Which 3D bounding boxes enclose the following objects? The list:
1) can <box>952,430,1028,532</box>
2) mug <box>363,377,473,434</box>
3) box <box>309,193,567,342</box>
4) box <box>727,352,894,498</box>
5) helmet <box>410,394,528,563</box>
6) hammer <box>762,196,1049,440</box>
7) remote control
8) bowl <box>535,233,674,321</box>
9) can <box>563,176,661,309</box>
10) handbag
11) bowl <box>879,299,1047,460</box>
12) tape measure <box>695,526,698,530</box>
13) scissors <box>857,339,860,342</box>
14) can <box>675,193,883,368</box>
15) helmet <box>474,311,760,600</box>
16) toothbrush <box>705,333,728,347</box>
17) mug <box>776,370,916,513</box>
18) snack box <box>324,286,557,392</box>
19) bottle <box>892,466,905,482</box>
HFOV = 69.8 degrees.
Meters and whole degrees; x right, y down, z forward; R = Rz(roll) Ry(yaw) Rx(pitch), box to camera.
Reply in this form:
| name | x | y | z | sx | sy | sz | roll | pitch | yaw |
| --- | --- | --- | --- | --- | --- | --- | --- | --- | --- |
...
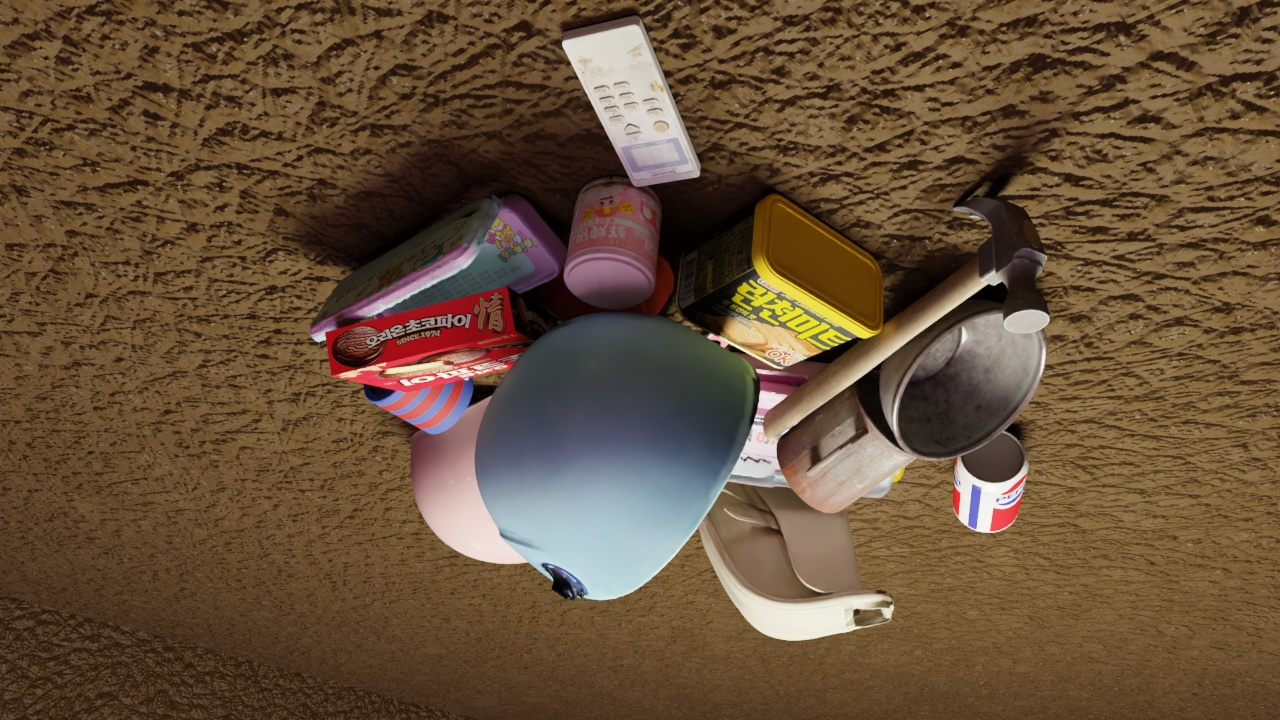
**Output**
| name | x | y | z | sx | sy | sz | roll | pitch | yaw |
| --- | --- | --- | --- | --- | --- | --- | --- | --- | --- |
| can | 0.370 | 0.129 | 0.976 | 0.070 | 0.070 | 0.132 | -3 | 148 | 16 |
| mug | -0.204 | 0.013 | 0.899 | 0.112 | 0.075 | 0.076 | -38 | 134 | 16 |
| box | -0.168 | -0.053 | 0.736 | 0.215 | 0.092 | 0.090 | -20 | 121 | 38 |
| box | 0.164 | 0.060 | 0.906 | 0.201 | 0.058 | 0.156 | 8 | 130 | -2 |
| helmet | -0.136 | 0.151 | 1.045 | 0.231 | 0.152 | 0.255 | -21 | 146 | 33 |
| hammer | 0.189 | -0.009 | 0.725 | 0.030 | 0.119 | 0.332 | 16 | 148 | -16 |
| remote control | -0.003 | -0.165 | 0.605 | 0.050 | 0.011 | 0.136 | -5 | 148 | 19 |
| bowl | -0.034 | -0.057 | 0.771 | 0.122 | 0.035 | 0.122 | 5 | 150 | 3 |
| can | -0.019 | -0.086 | 0.678 | 0.067 | 0.076 | 0.067 | 5 | 150 | 3 |
| handbag | 0.146 | 0.169 | 0.956 | 0.184 | 0.228 | 0.132 | -12 | 134 | 8 |
| bowl | 0.254 | 0.005 | 0.760 | 0.144 | 0.067 | 0.145 | -12 | 126 | -17 |
| tape measure | 0.055 | 0.190 | 1.165 | 0.051 | 0.059 | 0.019 | -34 | 140 | 6 |
| scissors | 0.273 | 0.004 | 0.833 | 0.121 | 0.019 | 0.150 | -11 | 144 | 29 |
| can | 0.107 | -0.055 | 0.713 | 0.130 | 0.072 | 0.101 | 26 | 147 | -30 |
| helmet | -0.031 | 0.062 | 0.691 | 0.167 | 0.225 | 0.266 | 33 | 162 | -18 |
| toothbrush | 0.058 | -0.008 | 0.856 | 0.021 | 0.016 | 0.135 | 17 | 148 | -18 |
| mug | 0.178 | 0.078 | 0.808 | 0.122 | 0.096 | 0.110 | -16 | 151 | -52 |
| snack box | -0.157 | -0.013 | 0.765 | 0.152 | 0.035 | 0.132 | -13 | 170 | 9 |
| bottle | 0.181 | 0.090 | 0.963 | 0.186 | 0.053 | 0.053 | 8 | 150 | -3 |
